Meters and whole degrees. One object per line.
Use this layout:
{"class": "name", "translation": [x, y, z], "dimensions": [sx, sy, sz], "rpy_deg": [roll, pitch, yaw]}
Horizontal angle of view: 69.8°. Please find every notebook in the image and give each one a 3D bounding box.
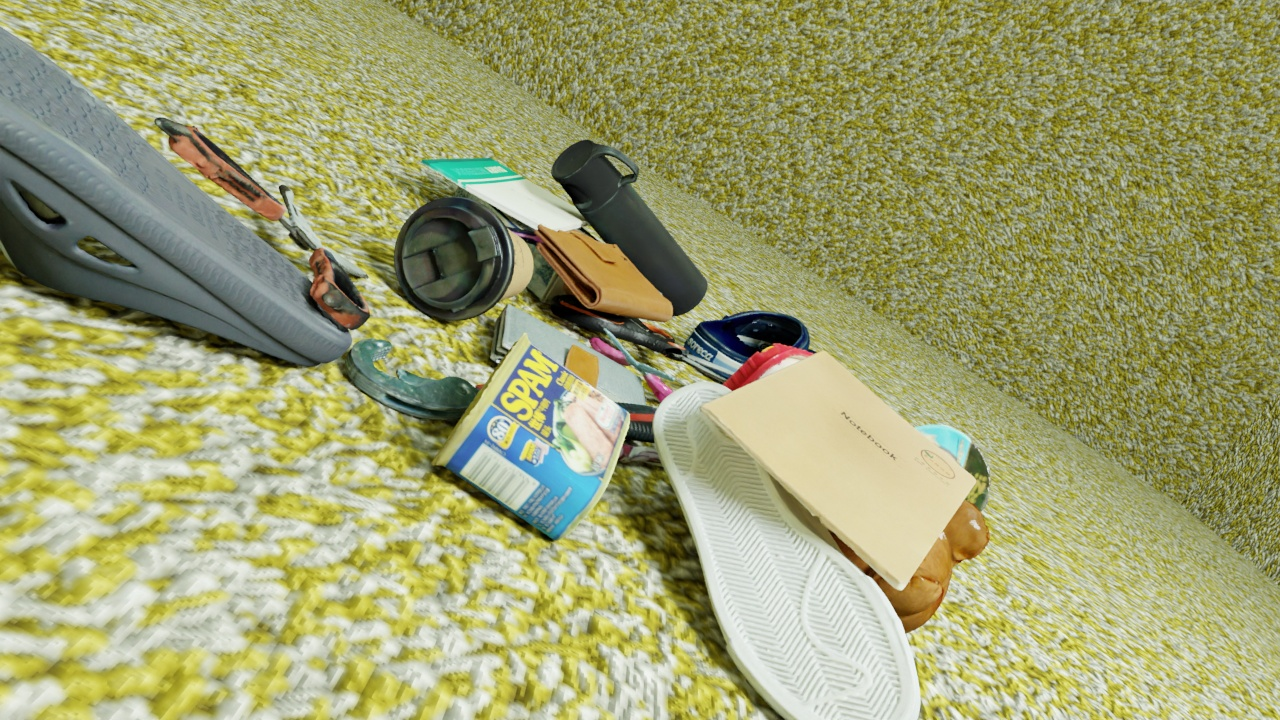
{"class": "notebook", "translation": [-0.138, -0.183, 1.010], "dimensions": [0.150, 0.012, 0.208], "rpy_deg": [30, 15, 2]}
{"class": "notebook", "translation": [0.137, 0.057, 0.590], "dimensions": [0.148, 0.008, 0.207], "rpy_deg": [43, 27, 17]}

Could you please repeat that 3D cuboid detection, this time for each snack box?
{"class": "snack box", "translation": [-0.091, -0.115, 0.996], "dimensions": [0.182, 0.046, 0.177], "rpy_deg": [42, 18, 31]}

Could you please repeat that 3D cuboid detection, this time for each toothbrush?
{"class": "toothbrush", "translation": [-0.006, 0.069, 0.653], "dimensions": [0.187, 0.016, 0.017], "rpy_deg": [14, 32, -49]}
{"class": "toothbrush", "translation": [-0.101, -0.117, 0.879], "dimensions": [0.018, 0.014, 0.189], "rpy_deg": [30, 14, 32]}

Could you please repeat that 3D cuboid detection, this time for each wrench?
{"class": "wrench", "translation": [-0.065, 0.031, 0.614], "dimensions": [0.273, 0.016, 0.056], "rpy_deg": [14, 34, -38]}

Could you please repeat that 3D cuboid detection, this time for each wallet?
{"class": "wallet", "translation": [-0.053, 0.005, 0.716], "dimensions": [0.129, 0.037, 0.106], "rpy_deg": [30, 14, -15]}
{"class": "wallet", "translation": [-0.035, -0.082, 0.879], "dimensions": [0.108, 0.031, 0.131], "rpy_deg": [49, 20, 25]}

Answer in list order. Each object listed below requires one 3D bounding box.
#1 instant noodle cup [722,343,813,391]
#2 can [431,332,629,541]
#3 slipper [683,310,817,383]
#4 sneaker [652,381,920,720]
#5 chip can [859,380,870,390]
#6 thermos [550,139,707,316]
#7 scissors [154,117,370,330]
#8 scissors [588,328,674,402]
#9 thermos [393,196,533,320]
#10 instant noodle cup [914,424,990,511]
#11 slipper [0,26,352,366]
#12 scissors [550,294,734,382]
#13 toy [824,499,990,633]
{"class": "instant noodle cup", "translation": [0.132, 0.065, 0.779], "dimensions": [0.116, 0.117, 0.124], "rpy_deg": [9, 39, -56]}
{"class": "can", "translation": [-0.058, 0.043, 0.523], "dimensions": [0.083, 0.057, 0.101], "rpy_deg": [36, 28, -8]}
{"class": "slipper", "translation": [0.146, -0.017, 1.082], "dimensions": [0.252, 0.095, 0.105], "rpy_deg": [9, 31, -49]}
{"class": "sneaker", "translation": [0.079, 0.125, 0.546], "dimensions": [0.242, 0.089, 0.091], "rpy_deg": [62, -1, 39]}
{"class": "chip can", "translation": [0.199, 0.051, 1.014], "dimensions": [0.072, 0.072, 0.213], "rpy_deg": [40, 17, 23]}
{"class": "thermos", "translation": [-0.001, -0.151, 1.067], "dimensions": [0.242, 0.090, 0.068], "rpy_deg": [47, 48, -39]}
{"class": "scissors", "translation": [-0.213, -0.077, 0.577], "dimensions": [0.189, 0.015, 0.223], "rpy_deg": [46, -2, 19]}
{"class": "scissors", "translation": [-0.006, 0.004, 0.789], "dimensions": [0.135, 0.017, 0.133], "rpy_deg": [30, -12, 38]}
{"class": "thermos", "translation": [-0.132, -0.079, 0.734], "dimensions": [0.093, 0.093, 0.143], "rpy_deg": [34, 8, 5]}
{"class": "instant noodle cup", "translation": [0.305, 0.121, 0.963], "dimensions": [0.111, 0.111, 0.120], "rpy_deg": [37, 8, 16]}
{"class": "slipper", "translation": [-0.261, -0.062, 0.448], "dimensions": [0.268, 0.083, 0.110], "rpy_deg": [45, 1, -44]}
{"class": "scissors", "translation": [0.018, -0.019, 0.886], "dimensions": [0.221, 0.022, 0.232], "rpy_deg": [20, 7, -10]}
{"class": "toy", "translation": [0.133, 0.103, 0.654], "dimensions": [0.199, 0.131, 0.139], "rpy_deg": [33, 39, 28]}
